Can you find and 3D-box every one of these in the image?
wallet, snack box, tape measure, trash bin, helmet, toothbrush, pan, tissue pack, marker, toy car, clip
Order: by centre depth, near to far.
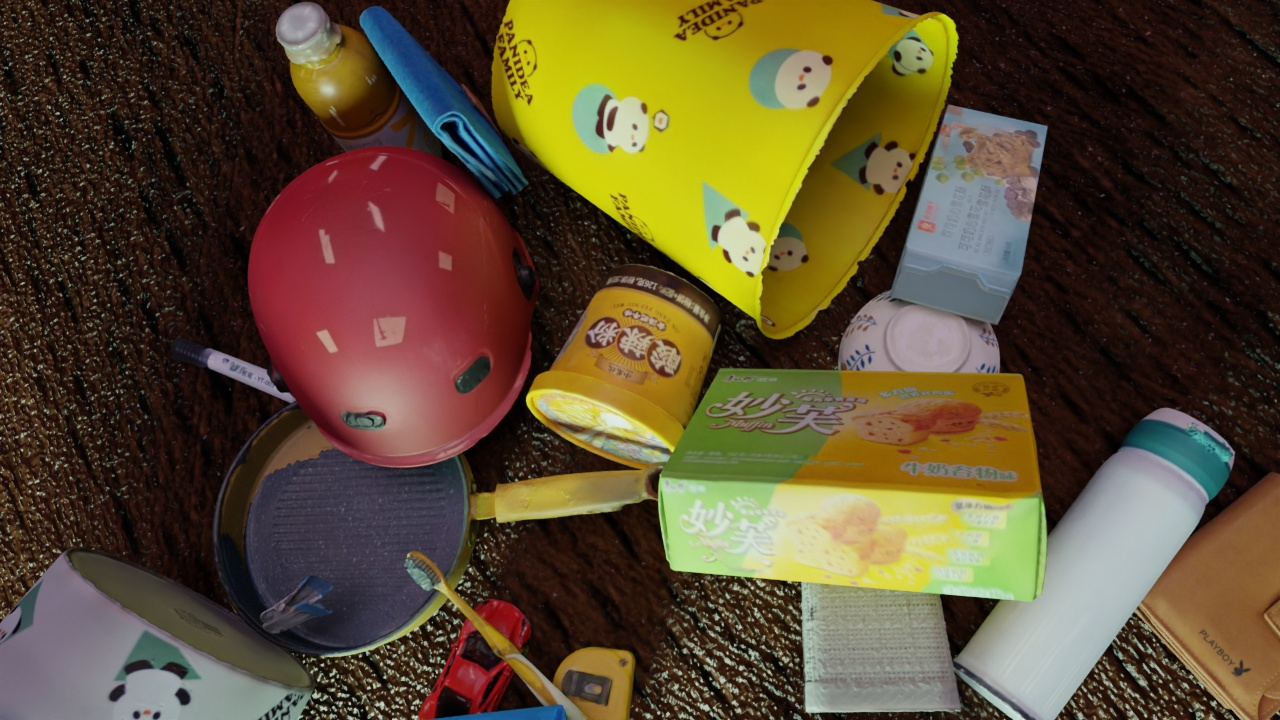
[{"bbox_3d":[0.132,0.067,0.570,0.210,0.157,0.070,1,114,19],"label":"snack box"},{"bbox_3d":[-0.356,0.272,0.573,0.230,0.230,0.251,26,74,15],"label":"trash bin"},{"bbox_3d":[0.398,0.152,0.589,0.132,0.031,0.108,-37,70,-2],"label":"wallet"},{"bbox_3d":[-0.104,0.273,0.596,0.157,0.095,0.052,-10,32,5],"label":"tissue pack"},{"bbox_3d":[-0.089,0.197,0.611,0.191,0.018,0.016,45,105,3],"label":"toothbrush"},{"bbox_3d":[-0.032,0.227,0.631,0.057,0.029,0.060,4,73,10],"label":"tape measure"},{"bbox_3d":[-0.239,0.172,0.633,0.058,0.027,0.045,-34,48,17],"label":"clip"},{"bbox_3d":[-0.116,0.220,0.646,0.049,0.031,0.106,24,76,14],"label":"toy car"},{"bbox_3d":[0.234,-0.108,0.651,0.074,0.052,0.174,17,52,12],"label":"snack box"},{"bbox_3d":[0.049,-0.176,0.651,0.255,0.230,0.229,34,80,22],"label":"trash bin"},{"bbox_3d":[-0.139,-0.182,0.655,0.040,0.106,0.133,-38,61,5],"label":"wallet"},{"bbox_3d":[-0.184,-0.056,0.655,0.207,0.144,0.239,-23,53,-3],"label":"helmet"},{"bbox_3d":[-0.142,0.106,0.659,0.357,0.078,0.197,-5,73,7],"label":"pan"},{"bbox_3d":[-0.328,0.010,0.750,0.131,0.018,0.022,20,85,15],"label":"marker"}]

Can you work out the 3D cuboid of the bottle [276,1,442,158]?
[{"bbox_3d":[-0.213,-0.197,0.704,0.068,0.189,0.068,-3,71,9],"label":"bottle"}]

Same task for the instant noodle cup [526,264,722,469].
[{"bbox_3d":[-0.004,0.004,0.655,0.118,0.118,0.114,20,69,14],"label":"instant noodle cup"}]

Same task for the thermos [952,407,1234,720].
[{"bbox_3d":[0.293,0.129,0.591,0.073,0.073,0.224,38,83,17],"label":"thermos"}]

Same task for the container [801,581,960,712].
[{"bbox_3d":[0.148,0.167,0.593,0.090,0.090,0.114,-3,69,7],"label":"container"}]

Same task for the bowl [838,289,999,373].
[{"bbox_3d":[0.199,-0.006,0.651,0.113,0.062,0.113,-3,71,8],"label":"bowl"}]
